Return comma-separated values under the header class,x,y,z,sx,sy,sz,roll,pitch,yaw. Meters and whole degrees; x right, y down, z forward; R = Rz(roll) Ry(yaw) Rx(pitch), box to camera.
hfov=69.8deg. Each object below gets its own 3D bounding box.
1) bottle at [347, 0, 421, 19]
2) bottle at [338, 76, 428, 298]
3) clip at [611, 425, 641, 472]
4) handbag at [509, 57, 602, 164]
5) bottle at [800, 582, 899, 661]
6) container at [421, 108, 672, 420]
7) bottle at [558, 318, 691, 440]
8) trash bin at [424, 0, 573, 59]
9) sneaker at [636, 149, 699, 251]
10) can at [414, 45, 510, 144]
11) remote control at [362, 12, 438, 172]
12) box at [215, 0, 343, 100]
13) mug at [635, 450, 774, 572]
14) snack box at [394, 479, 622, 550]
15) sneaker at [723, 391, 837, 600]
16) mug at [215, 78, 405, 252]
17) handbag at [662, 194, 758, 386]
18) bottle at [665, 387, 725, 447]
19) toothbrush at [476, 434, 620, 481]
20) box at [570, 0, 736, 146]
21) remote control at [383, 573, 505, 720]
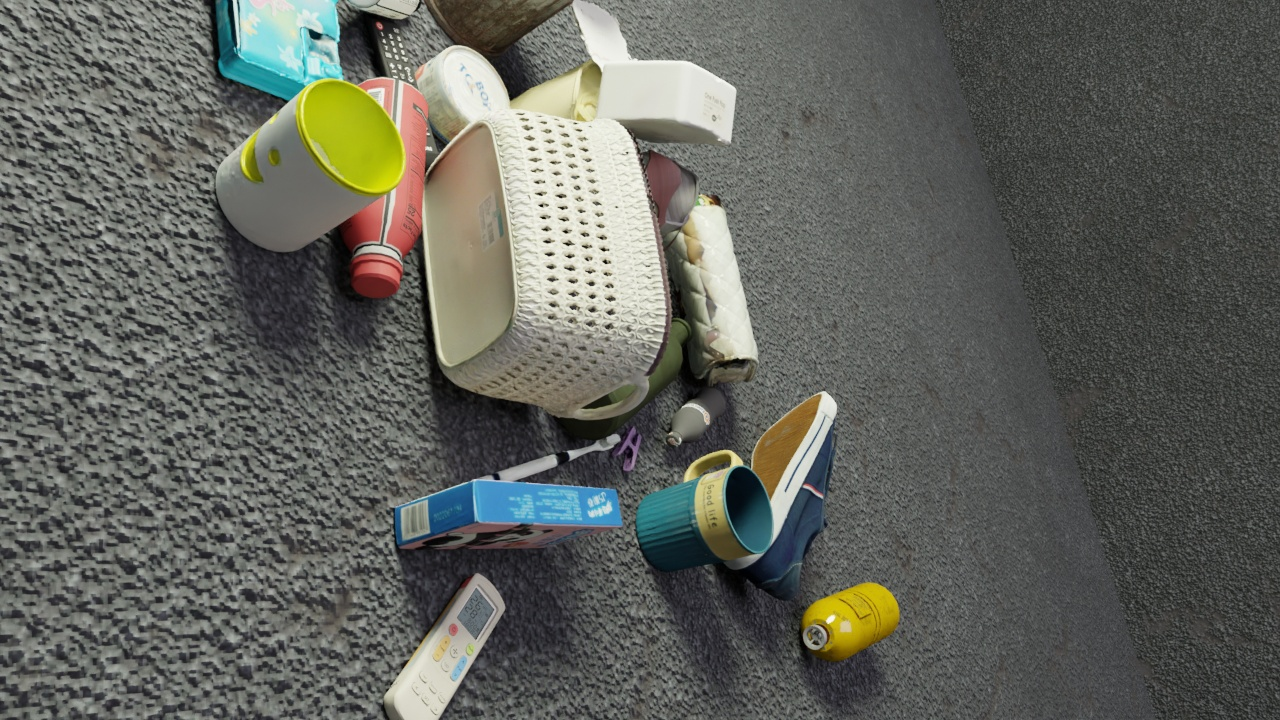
class,x,y,z,sx,sy,sz,roll,pitch,yaw
bottle,-0.216,-0.316,0.785,0.041,0.041,0.116,61,12,-10
bottle,-0.198,-0.131,0.706,0.062,0.062,0.176,26,52,-45
clip,-0.013,0.083,0.890,0.033,0.013,0.051,52,34,-24
handbag,-0.078,-0.224,0.879,0.081,0.119,0.110,59,32,-23
bottle,0.236,0.303,1.060,0.163,0.071,0.071,4,68,-54
container,-0.082,-0.081,0.743,0.143,0.185,0.251,7,65,-43
bottle,-0.005,0.005,0.891,0.071,0.072,0.206,63,34,-7
trash bin,-0.095,-0.393,0.864,0.130,0.212,0.130,31,48,-42
sneaker,0.015,-0.156,0.921,0.236,0.089,0.099,-15,99,-85
can,-0.162,-0.238,0.836,0.086,0.043,0.086,29,51,-44
remote control,-0.208,-0.233,0.793,0.033,0.015,0.146,-8,78,-56
box,-0.283,-0.308,0.709,0.094,0.040,0.226,10,64,-52
mug,0.063,0.141,0.878,0.083,0.107,0.113,41,42,-31
snack box,-0.095,0.118,0.687,0.154,0.088,0.033,15,61,-51
sneaker,0.182,0.155,1.041,0.127,0.121,0.293,44,41,-11
mug,-0.226,-0.130,0.628,0.082,0.106,0.082,31,48,-42
handbag,0.076,-0.070,1.014,0.139,0.072,0.194,84,-5,-74
bottle,0.056,0.063,0.975,0.036,0.036,0.109,63,34,-8
toothbrush,-0.075,0.086,0.796,0.186,0.017,0.012,-12,68,-56
box,-0.002,-0.252,0.838,0.189,0.101,0.111,33,15,25
remote control,-0.135,0.204,0.646,0.038,0.018,0.125,56,35,-18
